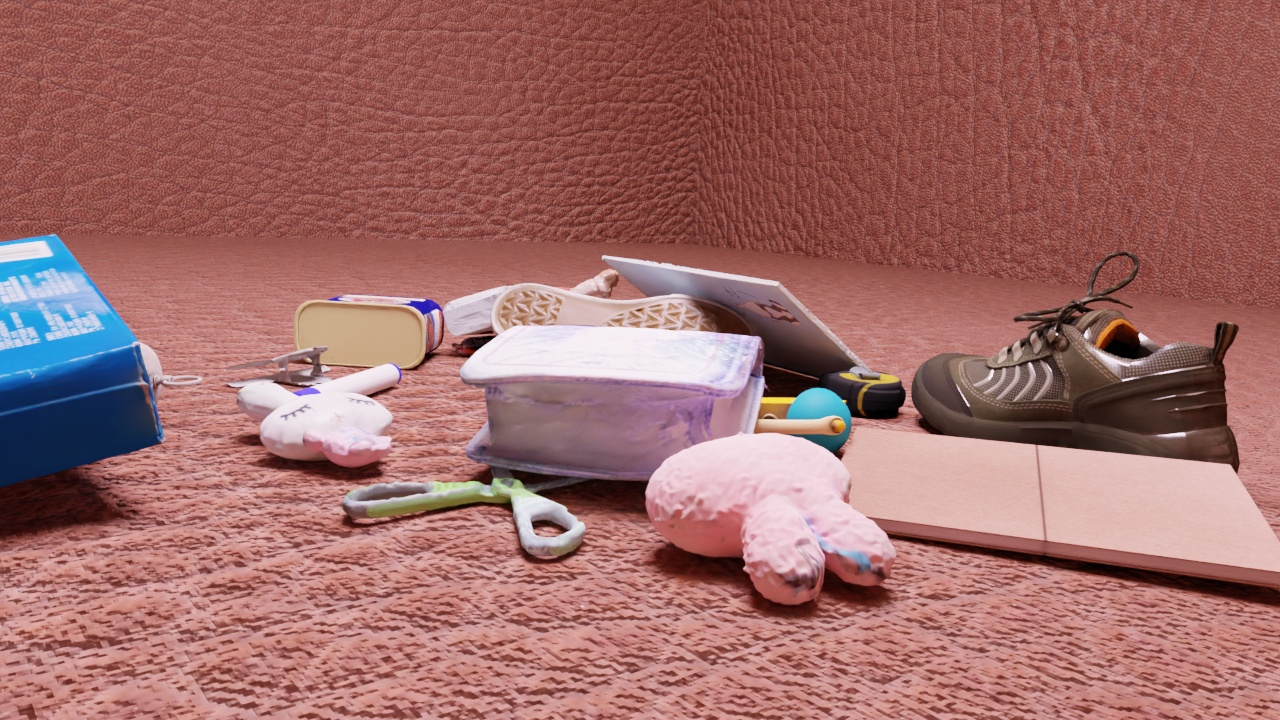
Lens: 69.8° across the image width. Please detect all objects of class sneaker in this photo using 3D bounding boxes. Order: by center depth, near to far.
[{"bbox_3d":[0.284,-0.004,0.628,0.100,0.143,0.238,-4,12,-32],"label":"sneaker"},{"bbox_3d":[-0.016,-0.012,0.825,0.235,0.087,0.079,8,-24,6],"label":"sneaker"}]

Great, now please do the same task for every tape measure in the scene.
[{"bbox_3d":[0.182,0.024,0.745,0.061,0.034,0.061,0,12,-13],"label":"tape measure"}]

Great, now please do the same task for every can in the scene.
[{"bbox_3d":[-0.245,-0.029,0.848,0.116,0.056,0.092,3,9,1],"label":"can"}]

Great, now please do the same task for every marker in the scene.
[{"bbox_3d":[-0.216,0.022,0.671,0.020,0.020,0.141,5,9,12],"label":"marker"}]

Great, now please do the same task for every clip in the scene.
[{"bbox_3d":[-0.274,0.011,0.739,0.056,0.045,0.101,1,9,27],"label":"clip"}]

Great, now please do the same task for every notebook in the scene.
[{"bbox_3d":[0.214,0.072,0.499,0.209,0.008,0.141,5,16,21],"label":"notebook"},{"bbox_3d":[0.092,-0.035,0.852,0.181,0.009,0.254,37,-12,-34],"label":"notebook"}]

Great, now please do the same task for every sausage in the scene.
[{"bbox_3d":[-0.118,-0.018,0.924,0.155,0.020,0.020,-5,13,-38],"label":"sausage"}]

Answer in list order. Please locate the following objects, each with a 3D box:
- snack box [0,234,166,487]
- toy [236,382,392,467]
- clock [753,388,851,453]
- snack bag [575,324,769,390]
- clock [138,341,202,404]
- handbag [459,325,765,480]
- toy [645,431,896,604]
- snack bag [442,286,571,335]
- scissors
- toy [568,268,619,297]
[{"bbox_3d":[-0.370,0.003,0.450,0.195,0.056,0.239,-17,29,-35],"label":"snack box"},{"bbox_3d":[-0.188,0.037,0.548,0.079,0.038,0.123,3,10,-42],"label":"toy"},{"bbox_3d":[0.090,0.039,0.602,0.099,0.043,0.129,0,0,19],"label":"clock"},{"bbox_3d":[-0.004,0.004,0.720,0.205,0.058,0.096,2,9,6],"label":"snack bag"},{"bbox_3d":[-0.363,0.007,0.588,0.157,0.061,0.103,1,11,-3],"label":"clock"},{"bbox_3d":[-0.011,0.020,0.531,0.159,0.069,0.126,1,19,13],"label":"handbag"},{"bbox_3d":[0.061,0.070,0.415,0.108,0.053,0.105,-2,22,-27],"label":"toy"},{"bbox_3d":[-0.125,-0.053,0.970,0.077,0.041,0.225,-15,-2,15],"label":"snack bag"},{"bbox_3d":[-0.067,0.070,0.481,0.171,0.023,0.172,-6,8,-36],"label":"scissors"},{"bbox_3d":[-0.065,-0.040,0.909,0.105,0.085,0.074,-14,-3,-33],"label":"toy"}]
